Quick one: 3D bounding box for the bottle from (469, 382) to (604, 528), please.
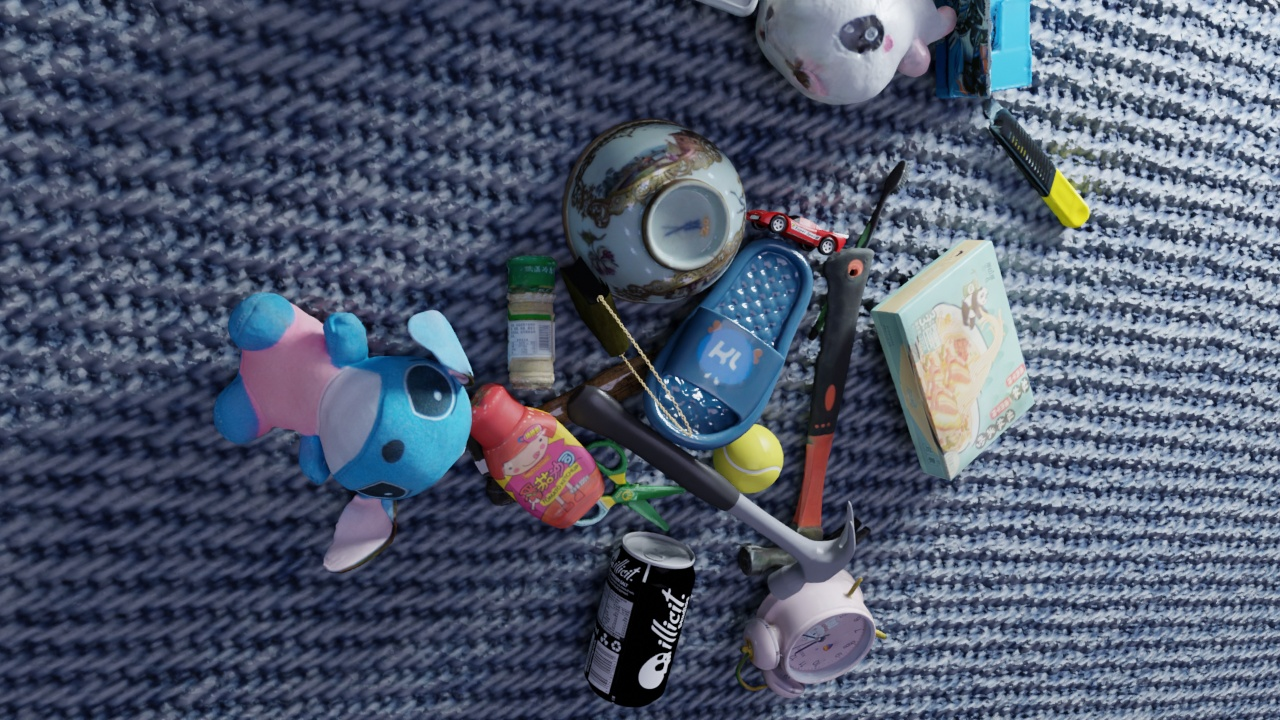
[{"bbox_3d":[-0.092,0.077,0.764,0.071,0.048,0.134,-44,110,-4],"label":"bottle"}]

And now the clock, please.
[{"bbox_3d":[0.164,0.281,0.931,0.158,0.058,0.117,-30,126,-1],"label":"clock"}]

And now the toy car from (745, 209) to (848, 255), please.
[{"bbox_3d":[0.140,-0.118,0.827,0.089,0.038,0.025,19,95,-23],"label":"toy car"}]

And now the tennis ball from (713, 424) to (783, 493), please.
[{"bbox_3d":[0.101,0.092,0.861,0.065,0.065,0.065,-5,107,-18],"label":"tennis ball"}]

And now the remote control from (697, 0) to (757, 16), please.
[{"bbox_3d":[0.033,-0.314,0.719,0.133,0.022,0.050,21,99,1],"label":"remote control"}]

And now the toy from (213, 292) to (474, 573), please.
[{"bbox_3d":[-0.230,0.045,0.705,0.191,0.098,0.224,24,110,-5],"label":"toy"}]

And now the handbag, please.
[{"bbox_3d":[-0.006,-0.007,0.728,0.027,0.178,0.084,-31,143,-9],"label":"handbag"}]

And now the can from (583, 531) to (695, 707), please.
[{"bbox_3d":[0.000,0.242,0.862,0.080,0.080,0.146,9,102,-22],"label":"can"}]

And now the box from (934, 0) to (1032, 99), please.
[{"bbox_3d":[0.304,-0.350,0.774,0.114,0.114,0.244,-13,110,-15],"label":"box"}]

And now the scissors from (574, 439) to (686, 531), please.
[{"bbox_3d":[-0.019,0.132,0.860,0.112,0.012,0.131,-45,113,-1],"label":"scissors"}]

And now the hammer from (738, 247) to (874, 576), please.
[{"bbox_3d":[0.179,0.055,0.890,0.133,0.033,0.333,-1,108,-18],"label":"hammer"}]

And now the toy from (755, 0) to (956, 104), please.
[{"bbox_3d":[0.180,-0.282,0.757,0.179,0.101,0.139,-17,85,-14],"label":"toy"}]

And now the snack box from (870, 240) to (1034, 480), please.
[{"bbox_3d":[0.310,-0.001,0.904,0.141,0.044,0.194,-35,114,-23],"label":"snack box"}]

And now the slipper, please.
[{"bbox_3d":[0.086,-0.016,0.789,0.104,0.059,0.213,36,72,-6],"label":"slipper"}]

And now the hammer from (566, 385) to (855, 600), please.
[{"bbox_3d":[0.067,0.112,0.820,0.311,0.029,0.125,36,125,-19],"label":"hammer"}]

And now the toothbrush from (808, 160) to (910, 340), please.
[{"bbox_3d":[0.207,-0.102,0.870,0.017,0.014,0.188,18,102,-47],"label":"toothbrush"}]

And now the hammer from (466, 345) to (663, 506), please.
[{"bbox_3d":[-0.005,0.005,0.818,0.330,0.033,0.120,-26,111,-11],"label":"hammer"}]

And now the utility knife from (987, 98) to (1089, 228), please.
[{"bbox_3d":[0.388,-0.192,0.902,0.174,0.020,0.029,40,89,-26],"label":"utility knife"}]

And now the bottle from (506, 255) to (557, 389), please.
[{"bbox_3d":[-0.089,-0.031,0.757,0.042,0.043,0.110,0,89,-19],"label":"bottle"}]

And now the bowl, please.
[{"bbox_3d":[0.023,-0.116,0.757,0.159,0.094,0.160,-6,108,-18],"label":"bowl"}]
